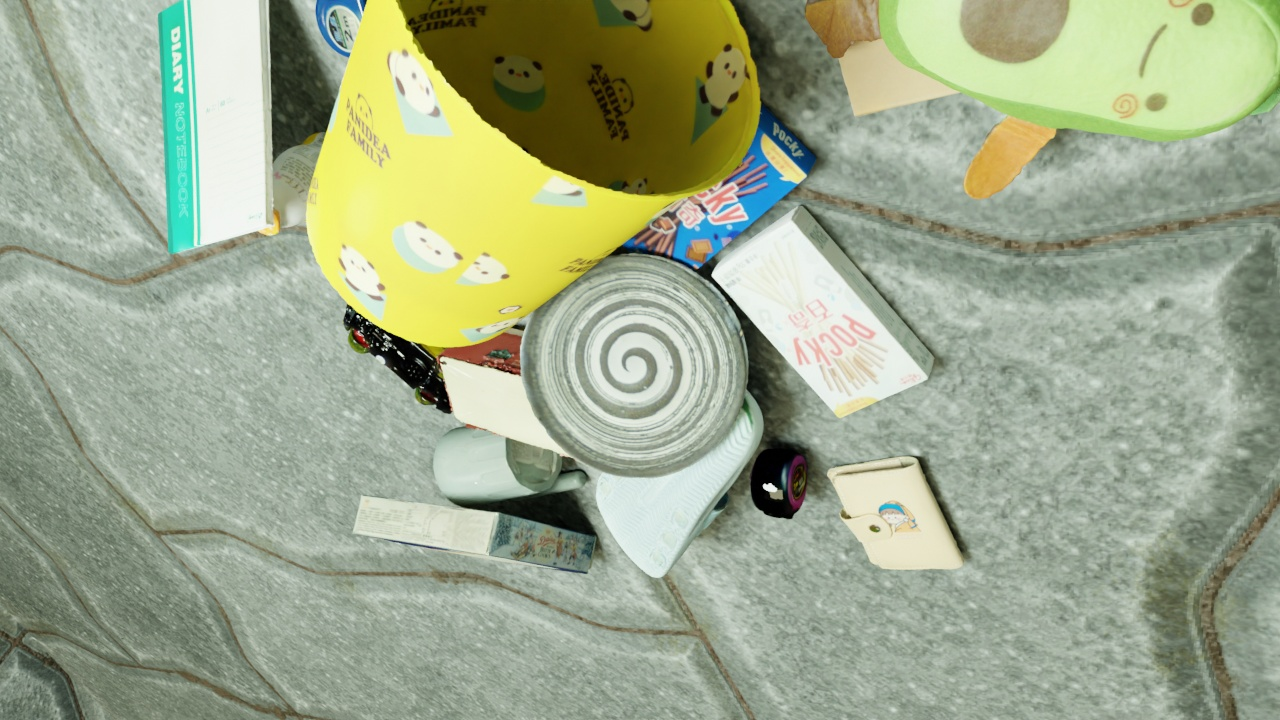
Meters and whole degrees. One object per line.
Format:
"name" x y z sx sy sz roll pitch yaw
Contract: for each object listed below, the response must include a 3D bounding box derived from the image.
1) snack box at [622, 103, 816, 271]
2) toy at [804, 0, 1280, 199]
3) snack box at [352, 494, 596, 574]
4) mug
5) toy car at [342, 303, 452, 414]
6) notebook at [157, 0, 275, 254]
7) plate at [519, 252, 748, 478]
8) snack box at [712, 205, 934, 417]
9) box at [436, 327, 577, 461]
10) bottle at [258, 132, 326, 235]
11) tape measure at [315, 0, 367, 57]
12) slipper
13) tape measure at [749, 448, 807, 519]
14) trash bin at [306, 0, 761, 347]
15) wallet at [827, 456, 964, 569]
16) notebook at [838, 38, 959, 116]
"snack box" 0.041 -0.122 0.657 0.084 0.026 0.158 43 136 -9
"toy" 0.202 -0.180 0.457 0.247 0.089 0.227 24 141 15
"snack box" -0.170 0.183 0.959 0.178 0.045 0.182 1 164 30
"mug" -0.128 0.107 0.925 0.104 0.083 0.124 -16 144 37
"toy car" -0.226 -0.009 0.898 0.156 0.041 0.071 42 136 -3
"notebook" -0.343 -0.199 0.739 0.151 0.012 0.209 -6 86 35
"plate" -0.004 0.004 0.715 0.179 0.024 0.179 3 105 10
"snack box" 0.134 -0.032 0.679 0.157 0.026 0.085 47 135 -11
"box" -0.099 0.032 0.815 0.168 0.076 0.091 13 131 29
"bottle" -0.281 -0.145 0.767 0.063 0.108 0.063 16 132 18
"tape measure" -0.218 -0.258 0.693 0.055 0.025 0.058 9 127 26
"slipper" 0.037 0.097 0.809 0.104 0.074 0.246 46 134 15
"tape measure" 0.117 0.104 0.783 0.039 0.056 0.058 3 137 29
"trash bin" -0.092 -0.141 0.590 0.229 0.228 0.256 44 141 -9
"wallet" 0.213 0.133 0.777 0.087 0.024 0.115 -12 121 38
"notebook" 0.197 -0.221 0.494 0.208 0.008 0.148 -5 124 33
